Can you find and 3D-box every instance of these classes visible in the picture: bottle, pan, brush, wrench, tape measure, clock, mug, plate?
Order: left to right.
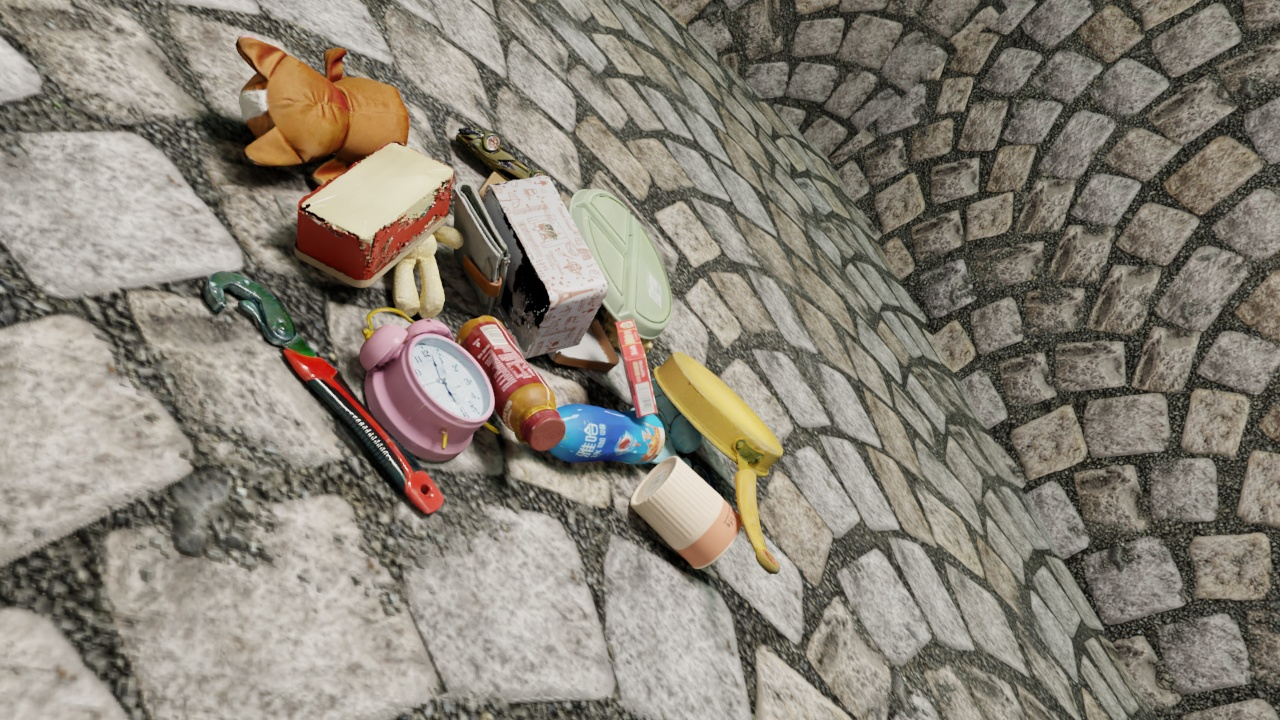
[{"bbox_3d":[-0.266,0.027,0.790,0.273,0.016,0.056,48,27,-7],"label":"wrench"},{"bbox_3d":[-0.204,0.016,0.861,0.158,0.060,0.117,54,24,9],"label":"clock"},{"bbox_3d":[-0.130,0.023,0.921,0.057,0.057,0.175,24,18,-45],"label":"bottle"},{"bbox_3d":[-0.056,0.081,1.017,0.218,0.065,0.065,12,46,-54],"label":"bottle"},{"bbox_3d":[-0.026,-0.116,1.315,0.083,0.046,0.254,24,49,-40],"label":"brush"},{"bbox_3d":[-0.021,-0.138,1.267,0.230,0.028,0.229,44,32,-37],"label":"plate"},{"bbox_3d":[0.050,0.171,1.068,0.106,0.081,0.114,45,-1,-10],"label":"mug"},{"bbox_3d":[0.072,0.159,1.174,0.054,0.025,0.058,-1,60,-62],"label":"tape measure"},{"bbox_3d":[0.111,0.117,1.111,0.197,0.078,0.357,36,12,-31],"label":"pan"}]

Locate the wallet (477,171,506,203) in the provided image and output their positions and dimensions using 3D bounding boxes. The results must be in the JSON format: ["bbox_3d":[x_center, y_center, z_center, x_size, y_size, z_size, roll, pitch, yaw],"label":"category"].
[{"bbox_3d":[-0.170,-0.202,1.252,0.115,0.033,0.090,42,24,-17],"label":"wallet"}]

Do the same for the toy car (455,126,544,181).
[{"bbox_3d":[-0.190,-0.278,1.292,0.158,0.042,0.070,31,1,-33],"label":"toy car"}]

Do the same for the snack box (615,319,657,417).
[{"bbox_3d":[-0.006,0.006,1.096,0.152,0.025,0.075,-108,-174,-72],"label":"snack box"}]

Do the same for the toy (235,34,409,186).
[{"bbox_3d":[-0.334,-0.250,0.938,0.199,0.131,0.140,-27,108,-70],"label":"toy"}]

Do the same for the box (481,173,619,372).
[{"bbox_3d":[-0.115,-0.088,1.117,0.179,0.134,0.271,61,-4,21],"label":"box"}]

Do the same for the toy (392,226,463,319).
[{"bbox_3d":[-0.241,-0.112,0.982,0.105,0.066,0.157,-7,55,-12],"label":"toy"}]

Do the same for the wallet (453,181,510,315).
[{"bbox_3d":[-0.183,-0.120,1.027,0.037,0.130,0.106,-21,70,-21],"label":"wallet"}]

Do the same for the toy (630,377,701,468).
[{"bbox_3d":[0.036,0.081,1.187,0.156,0.050,0.161,10,42,-49],"label":"toy"}]

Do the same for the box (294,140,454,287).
[{"bbox_3d":[-0.257,-0.154,0.910,0.091,0.076,0.167,26,41,5],"label":"box"}]
